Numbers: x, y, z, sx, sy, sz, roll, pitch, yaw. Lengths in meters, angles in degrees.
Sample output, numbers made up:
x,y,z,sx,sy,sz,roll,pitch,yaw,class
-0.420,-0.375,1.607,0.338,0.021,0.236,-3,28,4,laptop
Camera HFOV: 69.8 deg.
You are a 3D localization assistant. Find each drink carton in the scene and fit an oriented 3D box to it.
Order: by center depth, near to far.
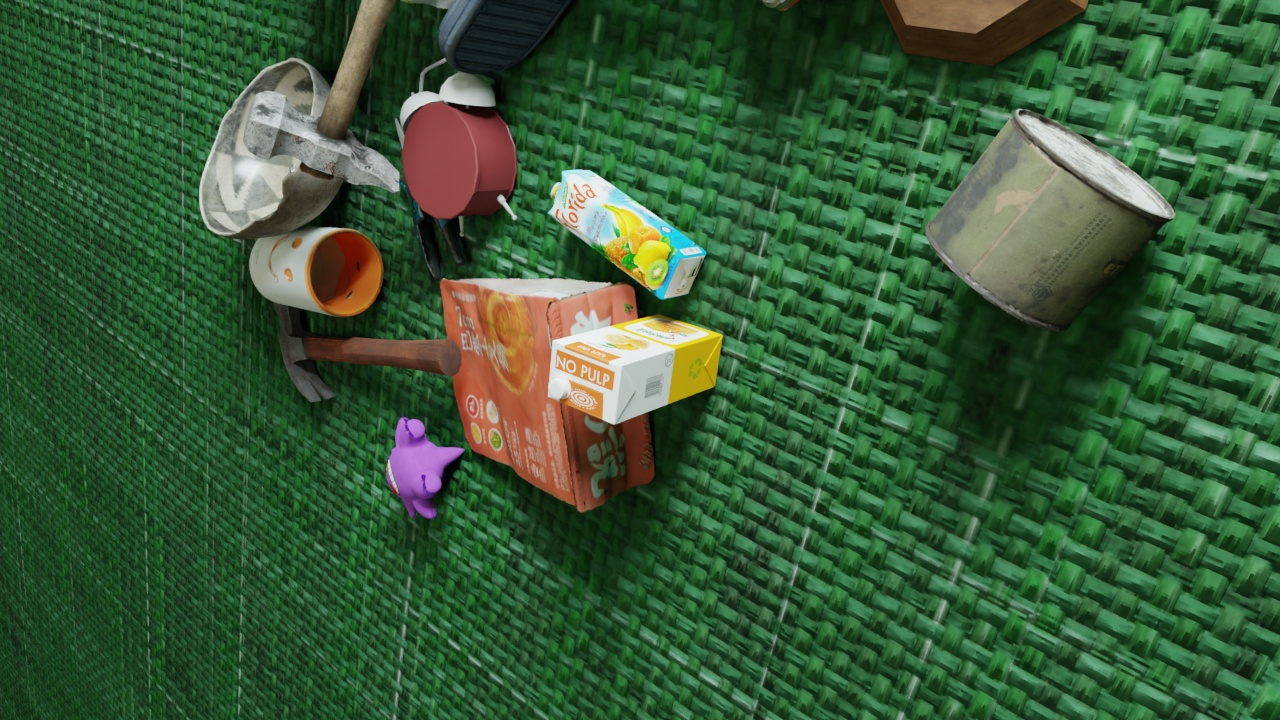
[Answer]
x,y,z,sx,sy,sz,roll,pitch,yaw,class
-0.004,0.004,0.629,0.059,0.122,0.040,20,113,34,drink carton
-0.013,-0.094,0.667,0.129,0.038,0.044,39,122,26,drink carton

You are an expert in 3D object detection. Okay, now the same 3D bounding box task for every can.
x,y,z,sx,sy,sz,roll,pitch,yaw,class
0.204,-0.070,0.465,0.090,0.089,0.075,46,125,21,can

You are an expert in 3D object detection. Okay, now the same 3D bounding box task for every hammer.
x,y,z,sx,sy,sz,roll,pitch,yaw,class
-0.184,-0.259,0.652,0.320,0.121,0.048,-55,32,33,hammer
-0.270,-0.009,0.888,0.301,0.028,0.111,4,104,44,hammer

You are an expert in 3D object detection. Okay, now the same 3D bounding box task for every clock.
x,y,z,sx,sy,sz,roll,pitch,yaw,class
-0.150,-0.175,0.751,0.096,0.048,0.137,-8,96,40,clock

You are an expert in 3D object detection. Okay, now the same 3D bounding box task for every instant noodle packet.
x,y,z,sx,sy,sz,roll,pitch,yaw,class
-0.100,0.017,0.752,0.221,0.083,0.164,8,110,47,instant noodle packet

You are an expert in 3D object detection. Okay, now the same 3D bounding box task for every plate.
x,y,z,sx,sy,sz,roll,pitch,yaw,class
0.178,-0.224,0.488,0.131,0.025,0.131,11,108,37,plate

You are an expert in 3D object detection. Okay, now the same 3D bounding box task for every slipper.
x,y,z,sx,sy,sz,roll,pitch,yaw,class
-0.068,-0.309,0.628,0.264,0.101,0.082,-40,68,44,slipper

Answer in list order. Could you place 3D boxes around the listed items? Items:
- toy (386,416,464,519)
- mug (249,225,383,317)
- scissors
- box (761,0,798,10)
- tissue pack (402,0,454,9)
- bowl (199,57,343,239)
x,y,z,sx,sy,sz,roll,pitch,yaw,class
-0.209,0.103,0.866,0.088,0.055,0.106,-36,68,42,toy
-0.312,-0.088,0.882,0.105,0.082,0.082,11,108,38,mug
-0.193,-0.139,0.814,0.126,0.019,0.144,29,116,31,scissors
0.123,-0.294,0.482,0.206,0.050,0.117,-32,57,38,box
-0.227,-0.351,0.708,0.198,0.141,0.120,24,115,32,tissue pack
-0.330,-0.185,0.862,0.179,0.081,0.178,-14,65,32,bowl
